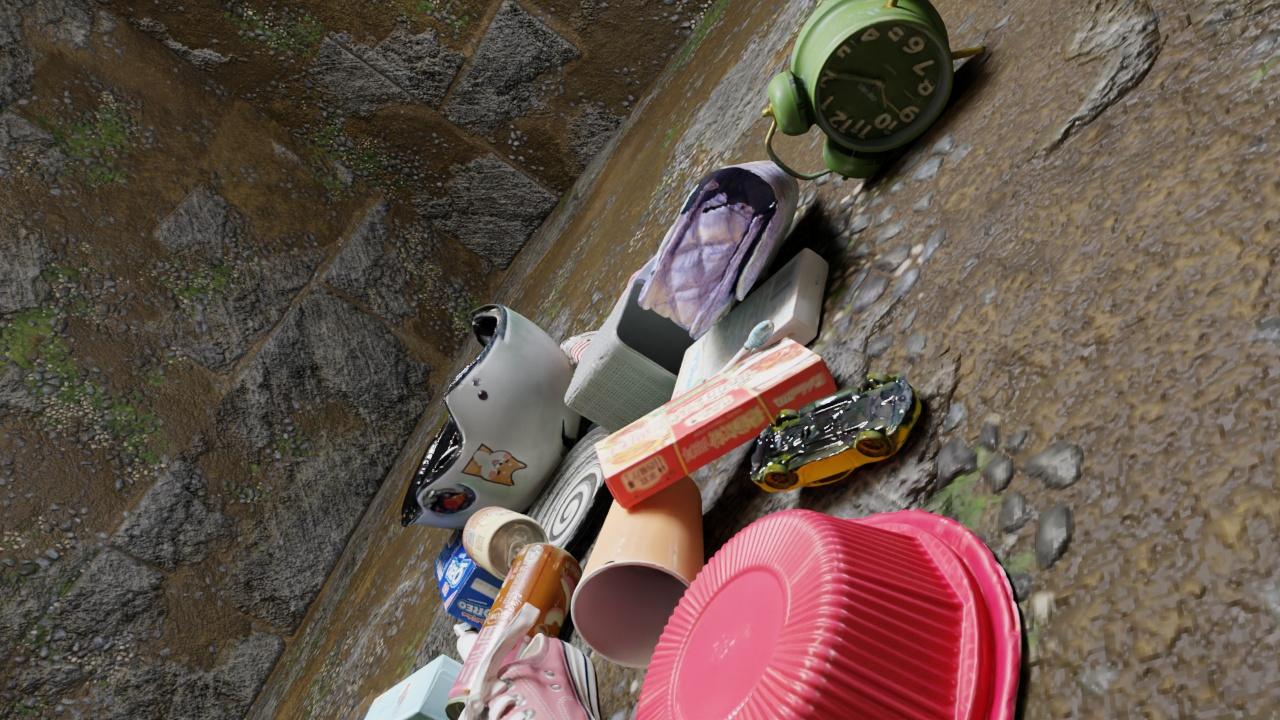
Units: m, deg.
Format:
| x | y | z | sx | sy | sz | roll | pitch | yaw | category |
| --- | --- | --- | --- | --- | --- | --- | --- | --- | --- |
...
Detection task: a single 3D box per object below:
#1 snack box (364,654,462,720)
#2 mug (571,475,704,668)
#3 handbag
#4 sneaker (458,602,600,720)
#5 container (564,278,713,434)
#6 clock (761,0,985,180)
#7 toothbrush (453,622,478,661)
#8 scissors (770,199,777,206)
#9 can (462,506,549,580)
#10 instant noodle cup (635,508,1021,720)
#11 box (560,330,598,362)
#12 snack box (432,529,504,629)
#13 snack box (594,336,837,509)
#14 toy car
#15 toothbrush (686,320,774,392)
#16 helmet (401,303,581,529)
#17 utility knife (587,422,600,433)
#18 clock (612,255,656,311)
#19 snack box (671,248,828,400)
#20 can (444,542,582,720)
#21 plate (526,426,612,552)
| x | y | z | sx | sy | sz | roll | pitch | yaw | category |
| --- | --- | --- | --- | --- | --- | --- | --- | --- | --- |
| -0.173 | 0.302 | 0.760 | 0.175 | 0.074 | 0.051 | -42 | 19 | 45 | snack box |
| 0.006 | 0.121 | 0.576 | 0.078 | 0.078 | 0.122 | -50 | 10 | 24 | mug |
| 0.071 | -0.095 | 0.734 | 0.134 | 0.075 | 0.193 | -61 | -5 | 20 | handbag |
| -0.068 | 0.225 | 0.549 | 0.118 | 0.088 | 0.241 | -56 | 13 | 2 | sneaker |
| -0.005 | 0.005 | 0.836 | 0.115 | 0.090 | 0.090 | -47 | 16 | 42 | container |
| 0.162 | -0.201 | 0.684 | 0.162 | 0.116 | 0.056 | -45 | 28 | 30 | clock |
| -0.156 | 0.275 | 0.866 | 0.026 | 0.027 | 0.221 | -19 | 2 | -19 | toothbrush |
| 0.105 | -0.114 | 0.886 | 0.133 | 0.017 | 0.130 | -56 | 11 | -14 | scissors |
| -0.124 | 0.166 | 0.834 | 0.058 | 0.058 | 0.116 | -60 | 16 | -15 | can |
| 0.059 | 0.133 | 0.382 | 0.194 | 0.066 | 0.193 | -52 | 13 | 17 | instant noodle cup |
| -0.053 | -0.012 | 1.045 | 0.075 | 0.083 | 0.163 | -46 | 12 | -2 | box |
| -0.178 | 0.228 | 0.976 | 0.057 | 0.058 | 0.208 | -58 | 14 | -8 | snack box |
| 0.045 | 0.037 | 0.591 | 0.153 | 0.025 | 0.075 | -29 | 14 | -1 | snack box |
| 0.106 | 0.043 | 0.495 | 0.105 | 0.032 | 0.048 | -29 | 28 | 39 | toy car |
| 0.036 | 0.042 | 0.694 | 0.027 | 0.026 | 0.225 | -34 | -13 | -48 | toothbrush |
| -0.154 | 0.081 | 1.027 | 0.229 | 0.157 | 0.275 | -94 | 26 | -64 | helmet |
| 0.007 | 0.009 | 0.909 | 0.221 | 0.031 | 0.022 | -48 | 18 | 35 | utility knife |
| 0.022 | -0.069 | 0.967 | 0.117 | 0.060 | 0.158 | -42 | 18 | 42 | clock |
| 0.081 | -0.013 | 0.710 | 0.157 | 0.027 | 0.084 | -43 | 19 | 43 | snack box |
| -0.095 | 0.214 | 0.711 | 0.058 | 0.058 | 0.146 | -43 | 16 | 43 | can |
| -0.070 | 0.144 | 0.879 | 0.180 | 0.024 | 0.179 | -50 | 16 | 20 | plate |
